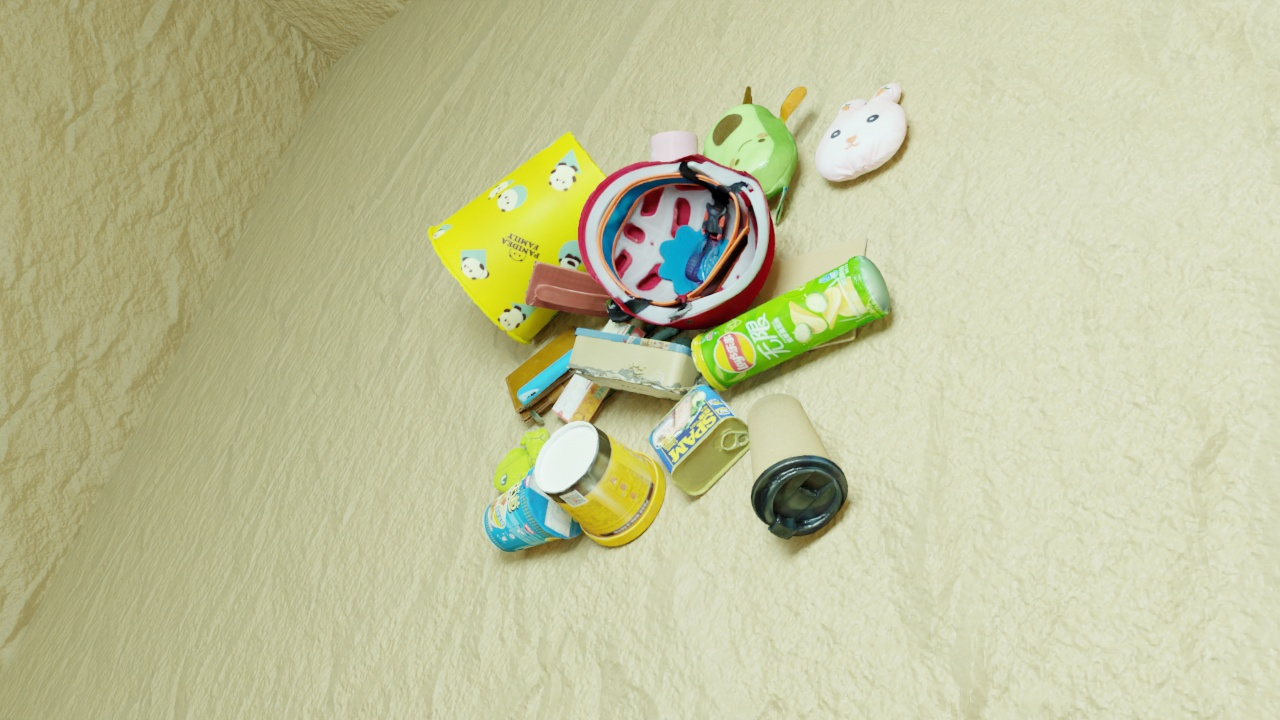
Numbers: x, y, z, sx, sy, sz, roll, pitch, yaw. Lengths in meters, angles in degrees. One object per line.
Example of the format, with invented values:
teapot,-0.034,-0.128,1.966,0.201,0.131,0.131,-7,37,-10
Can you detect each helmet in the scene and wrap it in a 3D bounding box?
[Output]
helmet,0.054,-0.134,1.123,0.240,0.144,0.207,22,87,28

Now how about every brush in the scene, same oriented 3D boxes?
brush,-0.085,-0.093,1.282,0.069,0.145,0.063,53,129,59

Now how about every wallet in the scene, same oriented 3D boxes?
wallet,-0.130,0.022,1.314,0.131,0.035,0.119,-37,42,8

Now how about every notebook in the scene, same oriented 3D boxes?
notebook,0.169,-0.065,1.095,0.208,0.008,0.147,-15,49,40

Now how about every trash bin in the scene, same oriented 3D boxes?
trash bin,-0.145,-0.189,1.375,0.255,0.229,0.229,-39,37,6

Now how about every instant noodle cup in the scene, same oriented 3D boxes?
instant noodle cup,-0.135,0.188,1.133,0.110,0.099,0.099,-31,39,38
instant noodle cup,-0.051,0.137,1.057,0.119,0.114,0.118,-25,44,26

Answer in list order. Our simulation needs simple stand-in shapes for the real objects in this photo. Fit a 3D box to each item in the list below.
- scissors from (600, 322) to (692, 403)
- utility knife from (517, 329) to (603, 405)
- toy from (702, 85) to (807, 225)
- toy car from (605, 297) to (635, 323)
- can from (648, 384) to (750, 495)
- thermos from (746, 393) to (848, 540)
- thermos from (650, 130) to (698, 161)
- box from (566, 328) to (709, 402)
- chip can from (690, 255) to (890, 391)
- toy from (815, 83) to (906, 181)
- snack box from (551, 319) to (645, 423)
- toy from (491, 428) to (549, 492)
scissors,-0.004,-0.002,1.218,0.180,0.019,0.143,-31,41,28
utility knife,-0.083,-0.013,1.275,0.218,0.018,0.034,-39,21,-11
toy,0.144,-0.282,1.248,0.227,0.090,0.246,-51,31,15
toy car,-0.006,-0.102,1.254,0.070,0.042,0.157,-19,36,26
can,0.065,0.087,1.031,0.102,0.057,0.083,-46,34,6
thermos,0.147,0.099,0.911,0.093,0.093,0.143,-37,30,18
thermos,0.047,-0.200,1.237,0.087,0.067,0.198,168,99,-80
box,-0.007,0.007,1.118,0.184,0.089,0.061,13,81,33
chip can,0.164,-0.039,1.008,0.222,0.072,0.072,-27,42,29
toy,0.276,-0.287,1.144,0.122,0.054,0.159,-18,39,36
snack box,-0.058,0.016,1.233,0.155,0.027,0.077,-57,24,-4
toy,-0.161,0.140,1.249,0.100,0.031,0.096,-34,39,15
